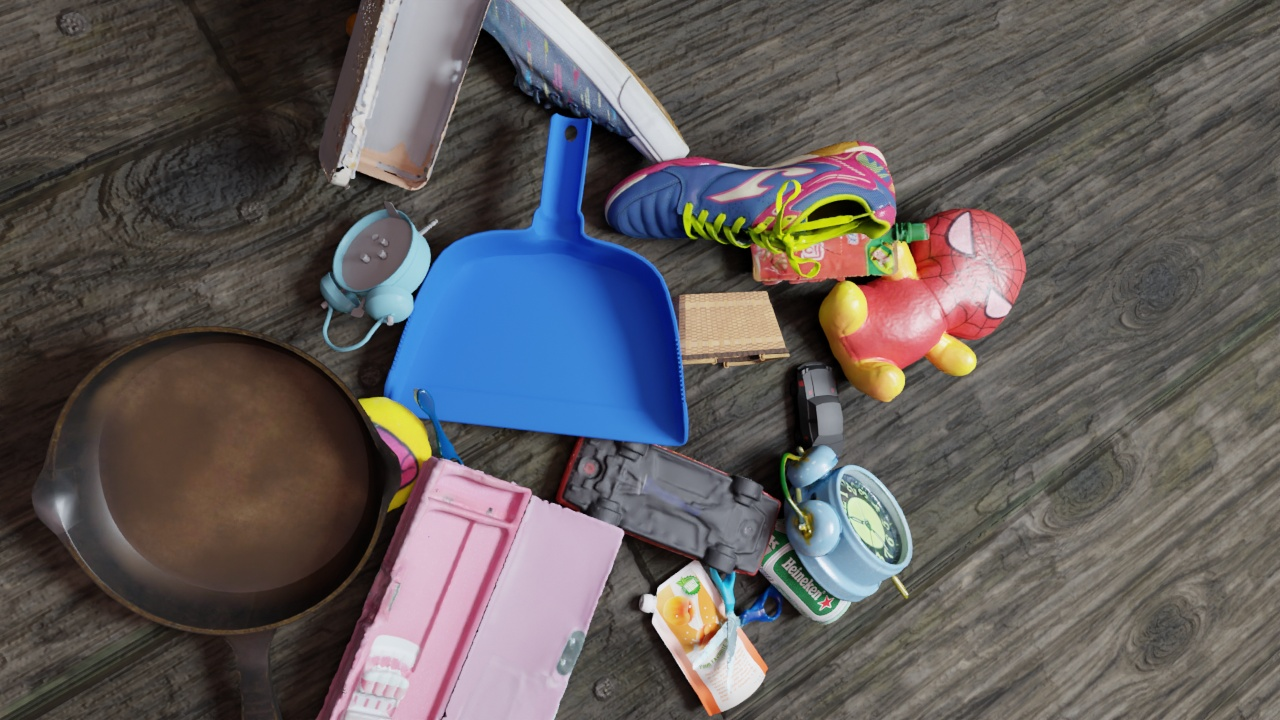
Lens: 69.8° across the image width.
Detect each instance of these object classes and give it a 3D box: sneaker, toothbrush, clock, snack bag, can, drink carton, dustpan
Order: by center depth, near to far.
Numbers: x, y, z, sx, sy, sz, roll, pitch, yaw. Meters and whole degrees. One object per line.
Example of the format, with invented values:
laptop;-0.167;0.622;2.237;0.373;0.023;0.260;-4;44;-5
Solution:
clock;-0.209;-0.063;0.711;0.042;0.087;0.123;47;61;-55
toothbrush;-0.154;0.077;0.740;0.021;0.016;0.132;-32;120;-25
dustpan;-0.070;-0.073;0.749;0.245;0.059;0.257;7;79;-2
sneaker;0.089;-0.124;0.763;0.242;0.116;0.091;-7;59;8
sneaker;-0.060;-0.242;0.779;0.235;0.087;0.079;43;104;-12
clock;0.173;0.141;0.810;0.162;0.060;0.117;34;38;-25
drink carton;0.055;0.244;0.815;0.069;0.039;0.122;-33;92;-19
snack bag;0.177;-0.105;0.818;0.155;0.044;0.087;-4;56;17
can;0.143;0.190;0.832;0.101;0.053;0.053;46;75;-11

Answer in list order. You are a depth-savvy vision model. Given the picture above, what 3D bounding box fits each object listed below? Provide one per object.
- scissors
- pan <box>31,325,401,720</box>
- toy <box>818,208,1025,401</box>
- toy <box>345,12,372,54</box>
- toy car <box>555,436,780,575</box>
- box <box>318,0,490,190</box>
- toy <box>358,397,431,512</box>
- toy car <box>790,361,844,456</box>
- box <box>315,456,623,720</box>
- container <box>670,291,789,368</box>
scissors;0.091;0.234;0.812;0.110;0.015;0.132;25;54;-27
pan;-0.294;0.147;0.678;0.248;0.043;0.356;-5;102;-6
toy;0.268;-0.060;0.861;0.216;0.099;0.147;-31;108;-16
toy;-0.183;-0.318;0.729;0.133;0.076;0.176;23;97;20
toy car;0.026;0.120;0.789;0.189;0.056;0.081;22;82;-5
box;-0.167;-0.233;0.687;0.107;0.094;0.217;5;119;-42
toy;-0.213;0.075;0.723;0.094;0.041;0.095;17;91;-21
toy car;0.168;0.047;0.855;0.042;0.036;0.091;-5;89;-19
box;-0.134;0.210;0.728;0.179;0.059;0.232;25;83;-15
container;0.067;-0.025;0.806;0.113;0.063;0.061;-4;85;-26
